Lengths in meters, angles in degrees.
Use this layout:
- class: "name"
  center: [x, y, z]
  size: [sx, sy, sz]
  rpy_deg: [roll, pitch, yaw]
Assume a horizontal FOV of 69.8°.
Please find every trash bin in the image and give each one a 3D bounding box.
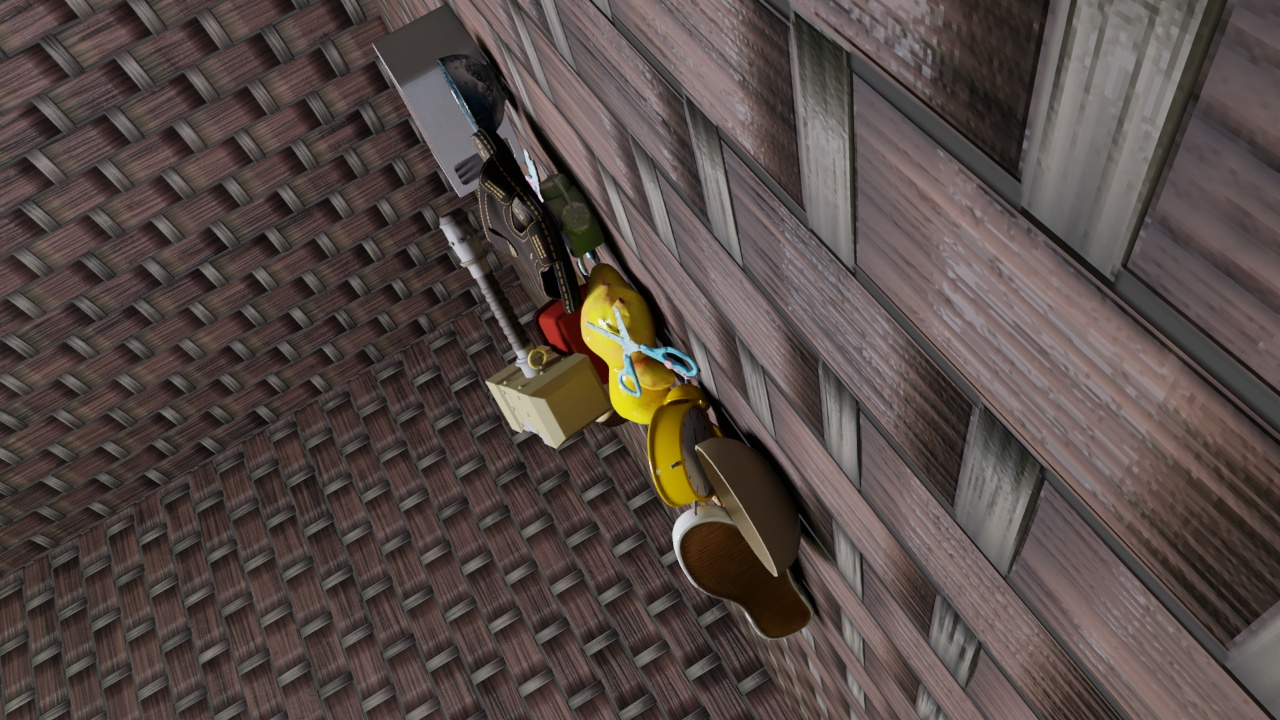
- class: "trash bin"
  center: [-0.269, -0.367, 1.318]
  size: [0.114, 0.114, 0.229]
  rpy_deg: [56, 173, 31]

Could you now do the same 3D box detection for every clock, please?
- class: "clock"
  center: [-0.082, -0.170, 1.092]
  size: [0.094, 0.042, 0.119]
  rpy_deg: [55, 173, 30]
- class: "clock"
  center: [0.054, 0.093, 1.016]
  size: [0.113, 0.052, 0.151]
  rpy_deg: [64, -151, -30]

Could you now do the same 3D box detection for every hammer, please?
- class: "hammer"
  center: [-0.179, -0.054, 1.243]
  size: [0.190, 0.100, 0.325]
  rpy_deg: [12, 133, 59]

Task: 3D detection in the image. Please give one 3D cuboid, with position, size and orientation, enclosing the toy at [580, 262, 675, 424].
- class: "toy"
  center: [-0.017, -0.014, 1.095]
  size: [0.194, 0.087, 0.134]
  rpy_deg: [67, 176, -35]

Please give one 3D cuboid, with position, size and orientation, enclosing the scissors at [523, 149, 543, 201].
- class: "scissors"
  center: [-0.149, -0.256, 1.384]
  size: [0.103, 0.016, 0.179]
  rpy_deg: [59, 171, 8]

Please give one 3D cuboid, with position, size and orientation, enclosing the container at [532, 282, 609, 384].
- class: "container"
  center: [-0.078, -0.037, 1.368]
  size: [0.148, 0.127, 0.201]
  rpy_deg: [61, 167, -12]

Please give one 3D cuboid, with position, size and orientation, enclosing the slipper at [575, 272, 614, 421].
- class: "slipper"
  center: [-0.075, -0.031, 1.515]
  size: [0.111, 0.079, 0.261]
  rpy_deg: [-15, 88, 64]

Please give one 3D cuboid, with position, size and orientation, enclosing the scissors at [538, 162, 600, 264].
- class: "scissors"
  center: [-0.091, -0.187, 1.183]
  size: [0.127, 0.019, 0.142]
  rpy_deg: [57, -176, -43]

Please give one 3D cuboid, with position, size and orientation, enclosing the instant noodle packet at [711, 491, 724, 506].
- class: "instant noodle packet"
  center: [0.093, 0.155, 1.267]
  size: [0.098, 0.039, 0.135]
  rpy_deg: [53, 174, -10]

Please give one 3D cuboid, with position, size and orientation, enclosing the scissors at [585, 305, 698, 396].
- class: "scissors"
  center: [-0.003, -0.002, 1.013]
  size: [0.135, 0.015, 0.134]
  rpy_deg: [30, 141, 12]

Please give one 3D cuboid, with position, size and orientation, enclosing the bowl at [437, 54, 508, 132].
- class: "bowl"
  center: [-0.205, -0.344, 1.172]
  size: [0.114, 0.060, 0.114]
  rpy_deg: [60, 175, 7]

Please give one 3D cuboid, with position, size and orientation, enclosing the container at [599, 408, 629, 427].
- class: "container"
  center: [-0.075, 0.026, 1.625]
  size: [0.167, 0.132, 0.132]
  rpy_deg: [48, 169, 36]

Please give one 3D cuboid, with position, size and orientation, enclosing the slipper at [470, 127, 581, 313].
- class: "slipper"
  center: [-0.149, -0.164, 1.096]
  size: [0.267, 0.075, 0.113]
  rpy_deg: [59, 174, 20]

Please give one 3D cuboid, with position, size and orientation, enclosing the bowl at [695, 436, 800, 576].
- class: "bowl"
  center: [0.116, 0.138, 0.923]
  size: [0.152, 0.050, 0.152]
  rpy_deg: [58, 175, 8]

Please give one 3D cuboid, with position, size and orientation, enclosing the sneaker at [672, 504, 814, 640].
- class: "sneaker"
  center: [0.112, 0.233, 1.117]
  size: [0.294, 0.121, 0.127]
  rpy_deg: [49, -167, -45]
